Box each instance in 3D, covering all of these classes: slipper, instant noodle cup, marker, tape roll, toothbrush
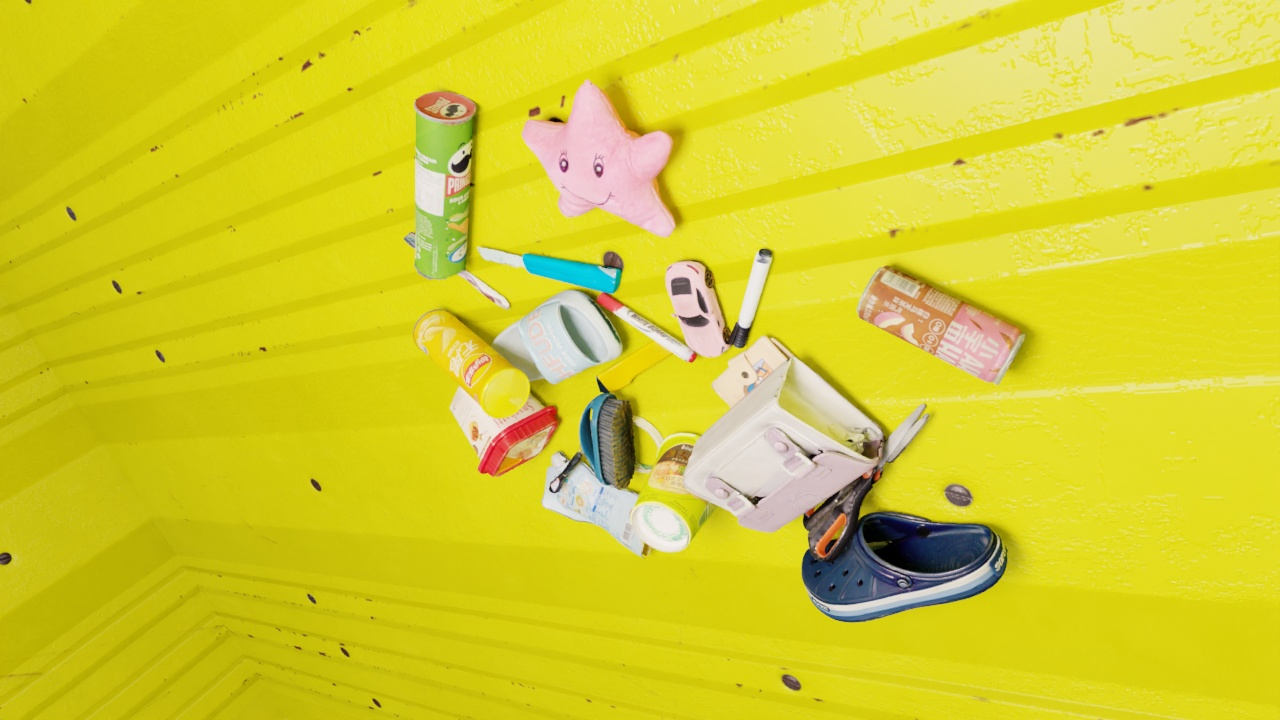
[{"bbox_3d":[-0.124,-0.019,1.190,0.246,0.074,0.104,-18,106,46],"label":"slipper"},{"bbox_3d":[0.274,0.221,1.020,0.254,0.104,0.095,-19,110,44],"label":"slipper"},{"bbox_3d":[-0.199,0.082,1.304,0.124,0.116,0.117,50,138,16],"label":"instant noodle cup"},{"bbox_3d":[0.007,-0.040,1.103,0.145,0.017,0.017,34,135,21],"label":"marker"},{"bbox_3d":[-0.004,0.112,1.231,0.086,0.013,0.086,21,131,26],"label":"tape roll"},{"bbox_3d":[0.048,0.170,1.142,0.112,0.123,0.112,15,128,19],"label":"instant noodle cup"},{"bbox_3d":[0.119,-0.065,1.001,0.131,0.022,0.018,101,150,-41],"label":"marker"},{"bbox_3d":[-0.253,-0.122,1.259,0.187,0.017,0.016,36,136,14],"label":"toothbrush"}]

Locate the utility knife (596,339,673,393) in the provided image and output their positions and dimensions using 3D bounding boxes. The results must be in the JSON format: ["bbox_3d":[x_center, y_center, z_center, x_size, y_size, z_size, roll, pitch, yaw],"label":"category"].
[{"bbox_3d":[-0.007,0.007,1.157,0.033,0.015,0.157,49,136,-10],"label":"utility knife"}]

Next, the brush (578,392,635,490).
[{"bbox_3d":[-0.046,0.104,1.206,0.074,0.055,0.144,17,129,29],"label":"brush"}]

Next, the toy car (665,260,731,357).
[{"bbox_3d":[0.064,-0.056,1.041,0.056,0.037,0.122,0,120,40],"label":"toy car"}]

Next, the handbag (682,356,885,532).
[{"bbox_3d":[0.157,0.108,1.030,0.145,0.098,0.198,31,139,-10],"label":"handbag"}]

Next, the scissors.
[{"bbox_3d":[0.243,0.121,1.022,0.021,0.152,0.235,17,105,-19],"label":"scissors"}]

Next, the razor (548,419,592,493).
[{"bbox_3d":[-0.093,0.143,1.293,0.042,0.022,0.143,44,121,8],"label":"razor"}]

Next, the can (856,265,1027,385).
[{"bbox_3d":[0.282,-0.035,0.866,0.147,0.057,0.058,30,134,19],"label":"can"}]

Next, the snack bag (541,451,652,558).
[{"bbox_3d":[-0.062,0.208,1.329,0.191,0.038,0.110,26,133,24],"label":"snack bag"}]

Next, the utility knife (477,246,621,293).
[{"bbox_3d":[-0.120,-0.119,1.154,0.225,0.018,0.034,15,129,29],"label":"utility knife"}]

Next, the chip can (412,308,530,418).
[{"bbox_3d":[-0.232,0.000,1.242,0.213,0.072,0.072,36,140,44],"label":"chip can"}]

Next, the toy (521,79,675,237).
[{"bbox_3d":[-0.049,-0.220,0.982,0.195,0.074,0.179,18,138,27],"label":"toy"}]

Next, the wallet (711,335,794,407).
[{"bbox_3d":[0.139,0.025,1.050,0.087,0.024,0.115,43,138,-1],"label":"wallet"}]

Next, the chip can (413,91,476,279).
[{"bbox_3d":[-0.249,-0.214,1.151,0.072,0.072,0.237,30,134,18],"label":"chip can"}]
